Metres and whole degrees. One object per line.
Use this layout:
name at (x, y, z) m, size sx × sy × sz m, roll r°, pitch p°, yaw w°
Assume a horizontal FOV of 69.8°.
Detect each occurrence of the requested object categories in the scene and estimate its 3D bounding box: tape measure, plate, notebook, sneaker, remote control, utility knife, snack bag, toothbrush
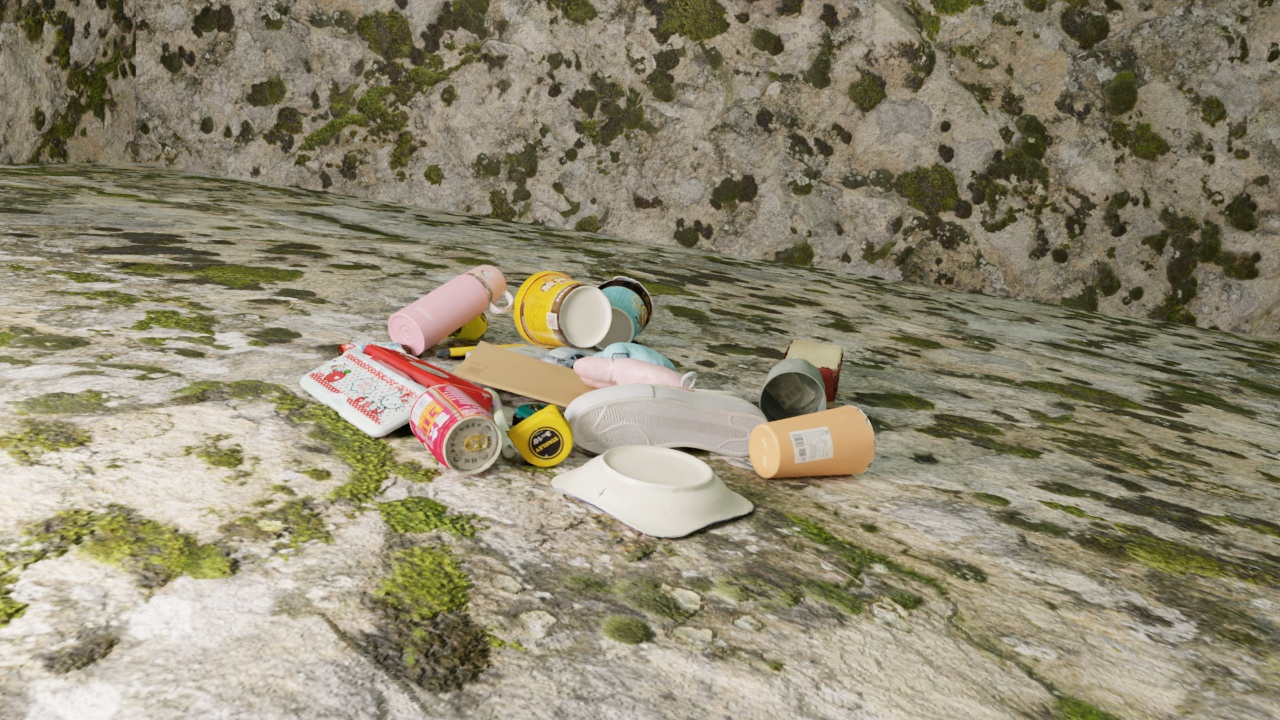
tape measure at (-0.116, 0.065, 1.042) m, size 0.054 × 0.025 × 0.058 m, roll 18°, pitch 16°, yaw 33°
plate at (0.014, 0.117, 0.890) m, size 0.164 × 0.034 × 0.163 m, roll 20°, pitch 17°, yaw 38°
notebook at (-0.121, 0.026, 1.172) m, size 0.211 × 0.012 × 0.149 m, roll 16°, pitch 15°, yaw -1°
sneaker at (0.024, 0.053, 1.024) m, size 0.242 × 0.090 × 0.090 m, roll 6°, pitch 29°, yaw -26°
remote control at (-0.179, -0.003, 1.292) m, size 0.056 × 0.019 × 0.134 m, roll 20°, pitch 18°, yaw 39°
utility knife at (-0.225, -0.012, 1.305) m, size 0.153 × 0.015 × 0.033 m, roll -5°, pitch -1°, yaw -43°
snack bag at (-0.350, -0.011, 1.213) m, size 0.104 × 0.026 × 0.048 m, roll -1°, pitch 29°, yaw -30°
tape measure at (-0.097, 0.078, 0.931) m, size 0.060 × 0.057 × 0.029 m, roll -32°, pitch 16°, yaw 6°
toothbrush at (-0.157, 0.069, 1.019) m, size 0.029 × 0.020 × 0.189 m, roll 38°, pitch 4°, yaw -22°

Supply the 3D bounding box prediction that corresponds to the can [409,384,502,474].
can at (-0.181, 0.068, 0.902) m, size 0.066 × 0.066 × 0.094 m, roll -1°, pitch 16°, yaw -33°

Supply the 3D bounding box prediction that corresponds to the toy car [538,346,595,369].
toy car at (-0.094, 0.000, 1.302) m, size 0.054 × 0.037 × 0.120 m, roll 15°, pitch 12°, yaw 31°

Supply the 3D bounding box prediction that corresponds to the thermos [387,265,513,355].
thermos at (-0.265, -0.072, 1.324) m, size 0.087 × 0.067 × 0.198 m, roll 42°, pitch 40°, yaw 7°

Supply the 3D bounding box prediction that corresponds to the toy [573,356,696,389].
toy at (-0.003, 0.028, 1.137) m, size 0.159 × 0.054 × 0.121 m, roll 15°, pitch -13°, yaw 10°

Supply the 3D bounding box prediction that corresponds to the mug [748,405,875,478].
mug at (0.185, 0.094, 1.008) m, size 0.122 × 0.078 × 0.078 m, roll -5°, pitch 18°, yaw -27°

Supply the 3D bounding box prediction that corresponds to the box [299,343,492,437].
box at (-0.279, 0.028, 1.041) m, size 0.159 × 0.065 × 0.201 m, roll -9°, pitch 21°, yaw -41°

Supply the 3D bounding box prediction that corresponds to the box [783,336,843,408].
box at (0.260, 0.010, 1.377) m, size 0.091 × 0.077 × 0.168 m, roll 10°, pitch 14°, yaw 12°

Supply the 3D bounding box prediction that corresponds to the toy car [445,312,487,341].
toy car at (-0.285, -0.056, 1.388) m, size 0.105 × 0.048 × 0.032 m, roll 7°, pitch 15°, yaw -5°

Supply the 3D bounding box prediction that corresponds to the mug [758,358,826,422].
mug at (0.215, 0.056, 1.189) m, size 0.124 × 0.084 × 0.103 m, roll 36°, pitch 15°, yaw 2°

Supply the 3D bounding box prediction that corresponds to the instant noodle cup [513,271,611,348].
instant noodle cup at (-0.112, -0.071, 1.375) m, size 0.118 × 0.118 × 0.115 m, roll -2°, pitch 10°, yaw -36°

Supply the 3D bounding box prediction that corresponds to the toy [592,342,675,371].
toy at (-0.007, 0.007, 1.240) m, size 0.156 × 0.049 × 0.161 m, roll 7°, pitch -11°, yaw 38°

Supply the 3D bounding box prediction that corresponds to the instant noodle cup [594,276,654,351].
instant noodle cup at (-0.040, -0.067, 1.487) m, size 0.111 × 0.111 × 0.120 m, roll 9°, pitch 22°, yaw 4°
